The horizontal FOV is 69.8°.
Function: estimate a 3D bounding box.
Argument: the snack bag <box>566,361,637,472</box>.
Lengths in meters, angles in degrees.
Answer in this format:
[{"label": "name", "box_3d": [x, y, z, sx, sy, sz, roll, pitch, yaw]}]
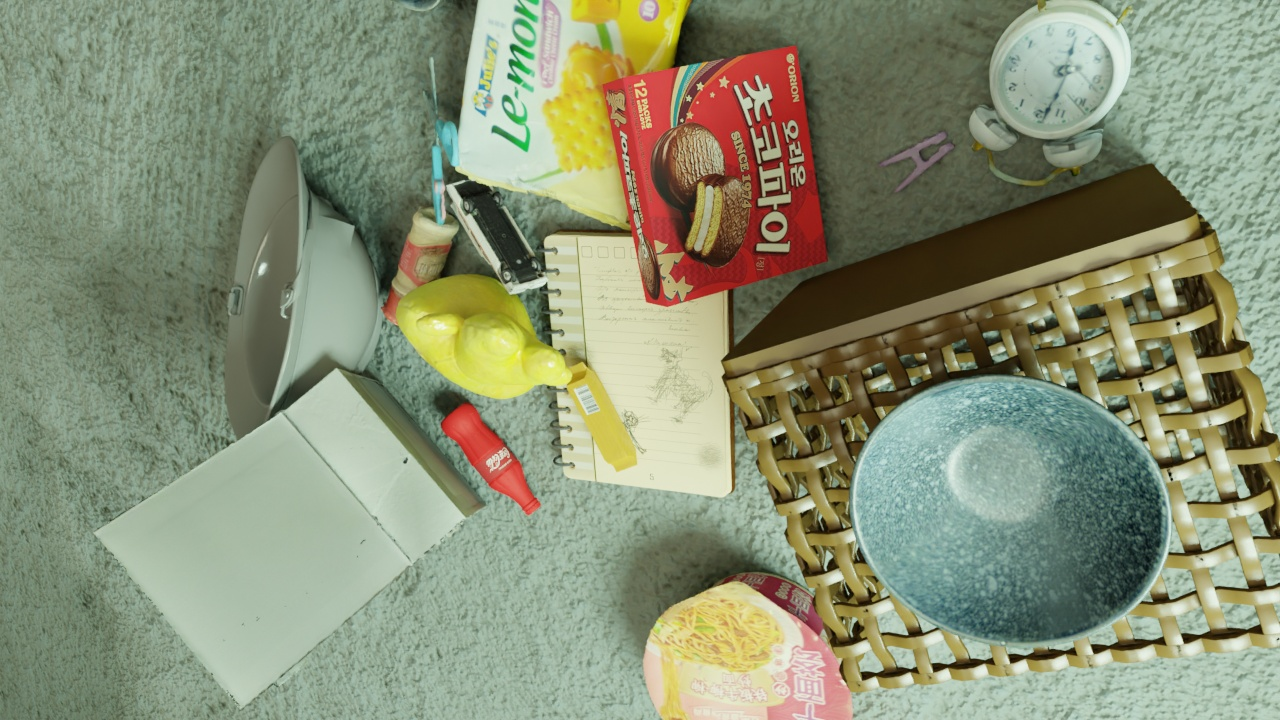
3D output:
[{"label": "snack bag", "box_3d": [-0.033, 0.047, 0.773, 0.026, 0.020, 0.099, -23, 99, 32]}]

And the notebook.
[{"label": "notebook", "box_3d": [-0.004, 0.005, 0.773, 0.168, 0.024, 0.226, 5, 110, 21]}]

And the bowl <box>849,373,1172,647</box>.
[{"label": "bowl", "box_3d": [0.174, 0.063, 0.441, 0.137, 0.057, 0.137, 8, 111, 21]}]

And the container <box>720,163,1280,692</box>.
[{"label": "container", "box_3d": [0.225, 0.035, 0.569, 0.252, 0.219, 0.214, -18, 100, 28]}]

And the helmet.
[{"label": "helmet", "box_3d": [-0.290, -0.055, 0.831, 0.184, 0.117, 0.271, 4, 87, 51]}]

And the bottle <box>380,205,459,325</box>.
[{"label": "bottle", "box_3d": [-0.196, -0.082, 0.817, 0.044, 0.044, 0.109, 32, 117, 11]}]

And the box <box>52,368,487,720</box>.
[{"label": "box", "box_3d": [-0.267, 0.133, 0.753, 0.167, 0.329, 0.165, 49, 135, 2]}]

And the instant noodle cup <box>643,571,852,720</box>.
[{"label": "instant noodle cup", "box_3d": [0.099, 0.260, 0.786, 0.179, 0.077, 0.179, 8, 110, 22]}]

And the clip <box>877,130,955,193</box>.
[{"label": "clip", "box_3d": [0.194, -0.139, 0.641, 0.051, 0.013, 0.032, -28, 96, 27]}]

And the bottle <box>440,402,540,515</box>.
[{"label": "bottle", "box_3d": [-0.136, 0.094, 0.855, 0.036, 0.036, 0.119, -40, 89, 29]}]

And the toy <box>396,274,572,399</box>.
[{"label": "toy", "box_3d": [-0.127, -0.018, 0.747, 0.133, 0.208, 0.092, 32, 89, -28]}]

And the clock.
[{"label": "clock", "box_3d": [0.258, -0.168, 0.578, 0.083, 0.056, 0.118, 19, 121, 17]}]

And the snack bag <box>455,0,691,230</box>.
[{"label": "snack bag", "box_3d": [-0.043, -0.231, 0.682, 0.160, 0.068, 0.248, 23, 116, 16]}]

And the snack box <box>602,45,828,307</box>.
[{"label": "snack box", "box_3d": [0.055, -0.129, 0.643, 0.036, 0.132, 0.152, 21, 125, 65]}]

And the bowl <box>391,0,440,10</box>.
[{"label": "bowl", "box_3d": [-0.167, -0.330, 0.710, 0.110, 0.055, 0.110, 8, 111, 21]}]

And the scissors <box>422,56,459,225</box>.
[{"label": "scissors", "box_3d": [-0.161, -0.177, 0.735, 0.130, 0.015, 0.135, -161, 63, -66]}]

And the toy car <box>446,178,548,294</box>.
[{"label": "toy car", "box_3d": [-0.122, -0.102, 0.767, 0.113, 0.039, 0.039, 59, 144, 14]}]
